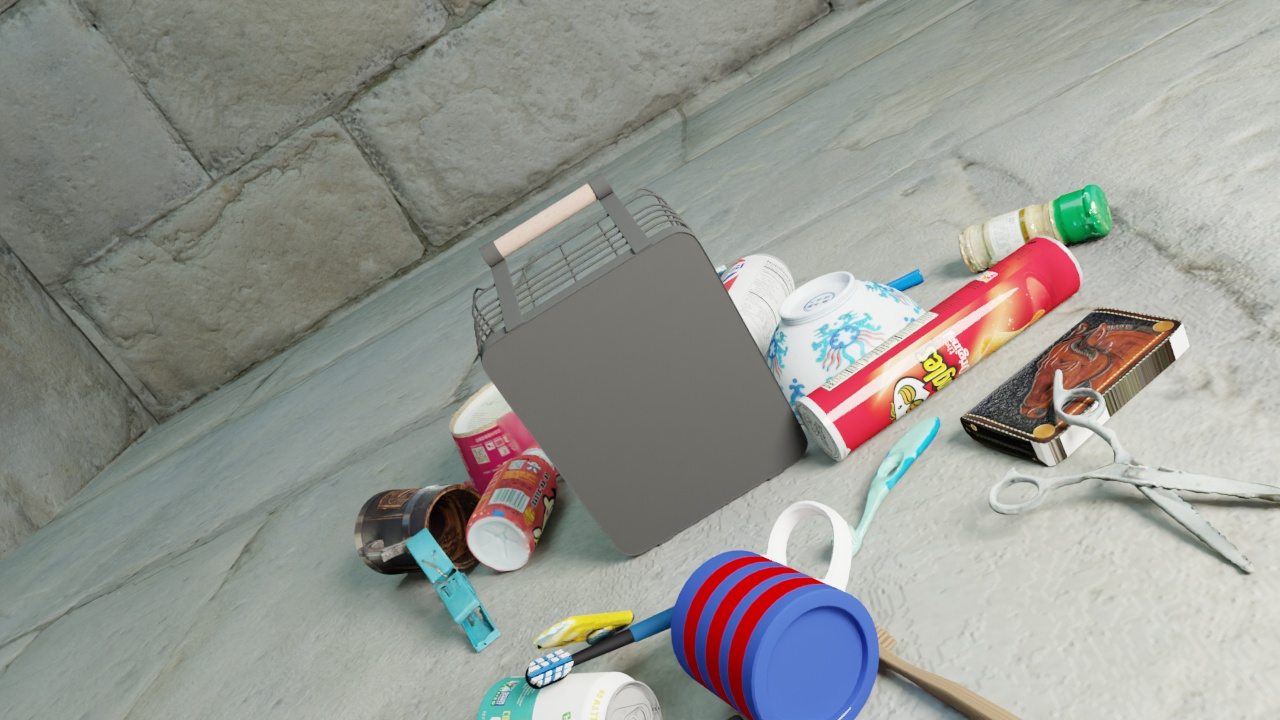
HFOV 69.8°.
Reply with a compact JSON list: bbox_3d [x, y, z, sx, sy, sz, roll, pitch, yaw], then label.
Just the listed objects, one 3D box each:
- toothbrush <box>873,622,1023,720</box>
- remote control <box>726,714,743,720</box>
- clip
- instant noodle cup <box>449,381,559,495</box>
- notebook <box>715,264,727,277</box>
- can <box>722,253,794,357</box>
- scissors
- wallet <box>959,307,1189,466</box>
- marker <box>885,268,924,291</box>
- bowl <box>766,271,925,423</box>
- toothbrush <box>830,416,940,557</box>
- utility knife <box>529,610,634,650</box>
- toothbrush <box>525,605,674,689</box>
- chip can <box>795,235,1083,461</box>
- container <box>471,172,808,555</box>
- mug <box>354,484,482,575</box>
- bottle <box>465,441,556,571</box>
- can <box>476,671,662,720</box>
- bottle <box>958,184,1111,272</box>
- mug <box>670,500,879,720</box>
[{"bbox_3d":[0.144,0.150,0.410,0.016,0.016,0.167,-38,19,-15],"label":"toothbrush"},{"bbox_3d":[-0.002,0.224,0.455,0.136,0.015,0.032,-31,19,-3],"label":"remote control"},{"bbox_3d":[-0.142,0.194,0.740,0.031,0.121,0.130,-35,50,-17],"label":"clip"},{"bbox_3d":[-0.121,0.062,0.955,0.179,0.078,0.178,-29,19,11],"label":"instant noodle cup"},{"bbox_3d":[-0.004,-0.046,0.972,0.181,0.009,0.253,-23,-2,-2],"label":"notebook"},{"bbox_3d":[0.102,-0.046,0.885,0.070,0.070,0.131,-19,23,35],"label":"can"},{"bbox_3d":[0.252,0.049,0.470,0.142,0.014,0.161,-13,33,31],"label":"scissors"},{"bbox_3d":[0.263,0.013,0.559,0.123,0.019,0.072,-36,23,-12],"label":"wallet"},{"bbox_3d":[0.190,-0.049,0.842,0.142,0.013,0.013,-25,20,22],"label":"marker"},{"bbox_3d":[0.156,-0.023,0.733,0.144,0.074,0.143,-29,19,11],"label":"bowl"},{"bbox_3d":[0.156,0.075,0.578,0.022,0.017,0.134,-8,30,51],"label":"toothbrush"},{"bbox_3d":[-0.033,0.158,0.538,0.030,0.017,0.165,-39,-22,2],"label":"utility knife"},{"bbox_3d":[0.011,0.150,0.525,0.167,0.014,0.014,-15,-29,-28],"label":"toothbrush"},{"bbox_3d":[0.212,-0.010,0.650,0.214,0.052,0.052,-34,19,-6],"label":"chip can"},{"bbox_3d":[-0.004,0.004,0.679,0.163,0.241,0.130,-31,28,2],"label":"container"},{"bbox_3d":[-0.209,0.158,0.827,0.107,0.080,0.115,-13,4,41],"label":"mug"},{"bbox_3d":[-0.105,0.119,0.809,0.062,0.062,0.137,-24,20,23],"label":"bottle"},{"bbox_3d":[-0.041,0.202,0.509,0.102,0.055,0.054,-17,24,37],"label":"can"},{"bbox_3d":[0.315,-0.104,0.739,0.111,0.043,0.042,-17,24,40],"label":"bottle"},{"bbox_3d":[0.074,0.125,0.464,0.076,0.075,0.111,8,68,62],"label":"mug"}]
